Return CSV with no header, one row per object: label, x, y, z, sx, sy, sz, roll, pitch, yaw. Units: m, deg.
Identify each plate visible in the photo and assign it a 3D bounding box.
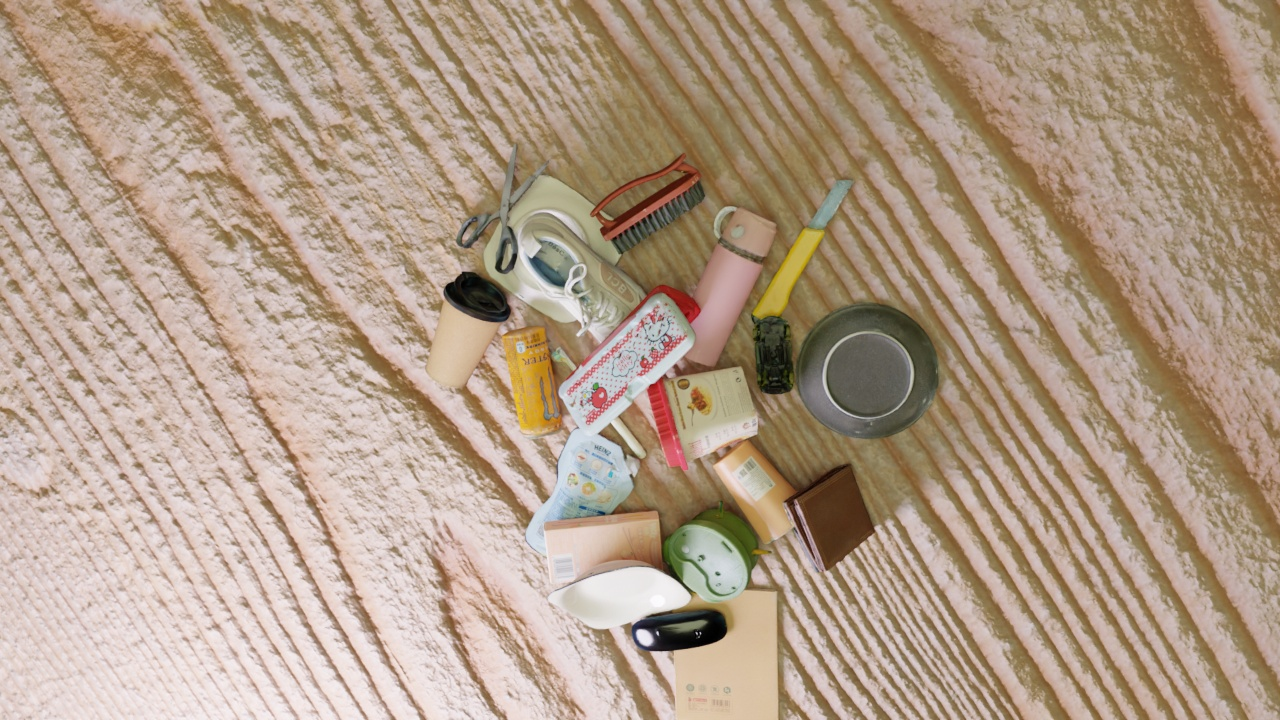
plate,-0.027,0.310,1.245,0.164,0.034,0.164,-22,139,18
plate,-0.118,-0.145,1.211,0.163,0.034,0.164,34,104,3
plate,0.288,0.017,1.168,0.179,0.024,0.179,2,101,10

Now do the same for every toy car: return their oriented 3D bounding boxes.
toy car,0.172,-0.008,1.180,0.048,0.032,0.105,-4,106,12

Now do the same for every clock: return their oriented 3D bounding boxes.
clock,0.091,0.262,1.220,0.116,0.056,0.162,46,130,6

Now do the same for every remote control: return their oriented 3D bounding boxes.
remote control,0.052,0.379,1.275,0.136,0.024,0.053,-12,98,14

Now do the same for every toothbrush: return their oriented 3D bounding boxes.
toothbrush,-0.055,0.060,1.247,0.020,0.029,0.189,-41,93,-25

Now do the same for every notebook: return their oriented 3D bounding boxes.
notebook,0.119,0.416,1.287,0.148,0.008,0.208,0,100,11

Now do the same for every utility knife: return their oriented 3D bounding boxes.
utility knife,0.204,-0.132,1.159,0.033,0.015,0.224,31,107,4

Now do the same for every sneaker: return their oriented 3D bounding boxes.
sneaker,-0.060,-0.082,1.155,0.090,0.090,0.242,-39,111,16

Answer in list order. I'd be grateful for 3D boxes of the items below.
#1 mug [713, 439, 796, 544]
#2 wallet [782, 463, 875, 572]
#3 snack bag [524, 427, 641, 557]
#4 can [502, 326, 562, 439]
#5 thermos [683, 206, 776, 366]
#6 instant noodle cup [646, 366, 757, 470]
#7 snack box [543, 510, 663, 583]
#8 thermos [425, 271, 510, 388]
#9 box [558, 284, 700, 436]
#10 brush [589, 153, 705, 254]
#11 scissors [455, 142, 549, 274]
mug,0.154,0.168,1.200,0.078,0.078,0.123,-39,87,15
wallet,0.245,0.200,1.172,0.032,0.124,0.101,-21,93,52
snack bag,-0.079,0.192,1.267,0.110,0.038,0.191,27,104,5
can,-0.145,0.029,1.237,0.058,0.058,0.146,-8,99,12
thermos,0.100,-0.098,1.166,0.087,0.067,0.199,33,108,34
instant noodle cup,0.080,0.067,1.170,0.124,0.116,0.116,-16,69,1
snack box,-0.050,0.255,1.254,0.157,0.026,0.084,-5,109,-3
thermos,-0.236,-0.038,1.232,0.093,0.092,0.143,30,113,4
box,-0.007,0.008,1.129,0.202,0.095,0.100,-44,47,25
brush,0.011,-0.199,1.153,0.146,0.063,0.069,-32,108,4
scissors,-0.181,-0.197,1.205,0.160,0.014,0.181,-9,76,31
